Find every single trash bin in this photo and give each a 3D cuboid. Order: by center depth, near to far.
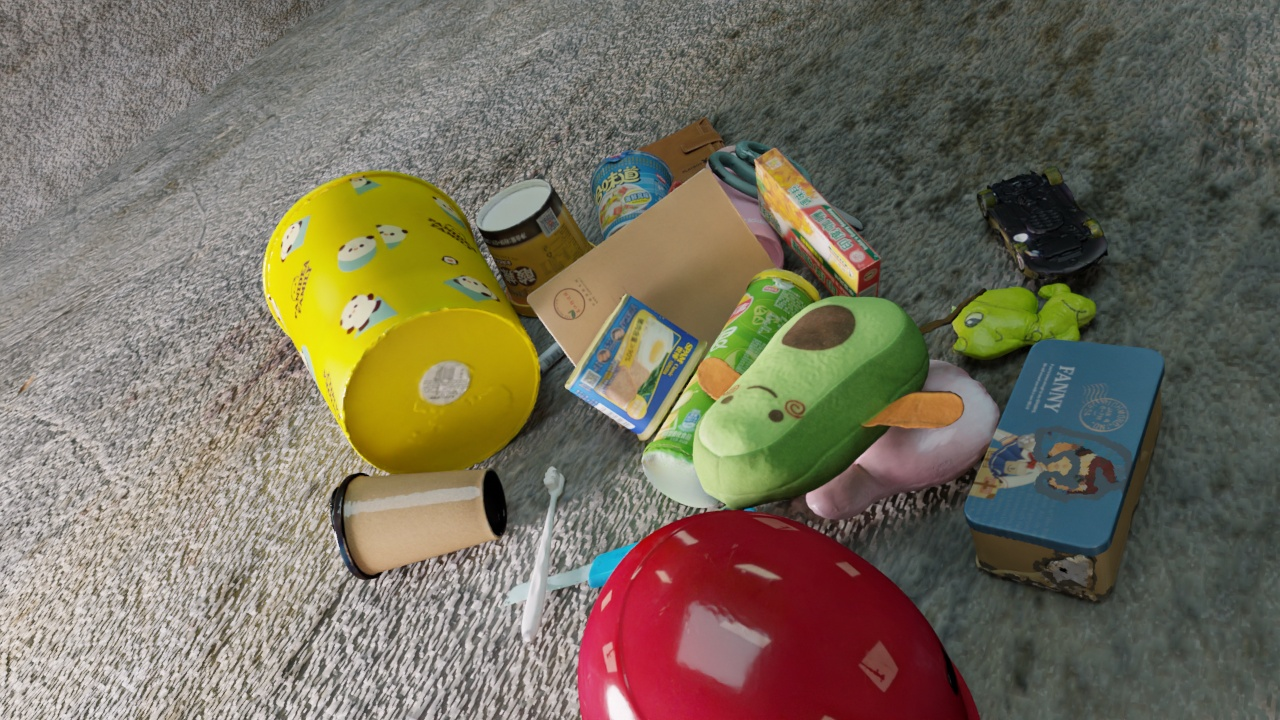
[{"bbox_3d":[-0.231,-0.032,0.903,0.229,0.230,0.255,-33,43,-7],"label":"trash bin"}]

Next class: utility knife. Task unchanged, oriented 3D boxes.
[{"bbox_3d":[-0.007,0.154,0.703,0.218,0.018,0.034,-20,38,13],"label":"utility knife"}]

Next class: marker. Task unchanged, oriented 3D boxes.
[{"bbox_3d":[-0.061,-0.033,0.956,0.145,0.017,0.017,-43,40,-19],"label":"marker"}]

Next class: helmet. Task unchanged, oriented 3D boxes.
[{"bbox_3d":[0.067,0.177,0.531,0.240,0.144,0.206,5,46,34],"label":"helmet"}]

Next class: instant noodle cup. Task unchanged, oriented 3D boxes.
[{"bbox_3d":[-0.007,-0.161,1.018,0.099,0.099,0.109,-17,46,14],"label":"instant noodle cup"},{"bbox_3d":[-0.115,-0.129,1.022,0.119,0.114,0.118,-16,39,13],"label":"instant noodle cup"}]

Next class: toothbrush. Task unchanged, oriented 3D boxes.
[{"bbox_3d":[-0.079,0.150,0.738,0.016,0.016,0.179,-24,31,18],"label":"toothbrush"}]

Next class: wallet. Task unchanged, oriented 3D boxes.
[{"bbox_3d":[0.058,-0.247,1.127,0.119,0.035,0.130,-29,37,8],"label":"wallet"}]

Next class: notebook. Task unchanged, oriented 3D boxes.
[{"bbox_3d":[0.022,-0.058,0.836,0.207,0.148,0.008,-37,6,-8],"label":"notebook"}]

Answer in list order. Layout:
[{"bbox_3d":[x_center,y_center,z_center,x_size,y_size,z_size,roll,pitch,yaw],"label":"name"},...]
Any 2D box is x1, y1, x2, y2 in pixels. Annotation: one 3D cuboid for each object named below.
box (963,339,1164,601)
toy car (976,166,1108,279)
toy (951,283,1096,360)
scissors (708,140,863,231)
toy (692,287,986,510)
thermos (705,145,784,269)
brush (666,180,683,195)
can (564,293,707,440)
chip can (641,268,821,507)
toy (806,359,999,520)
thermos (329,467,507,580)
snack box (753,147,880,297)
[{"bbox_3d":[0.282,0.061,0.600,0.090,0.061,0.183,7,51,36],"label":"box"},{"bbox_3d":[0.341,-0.115,0.784,0.070,0.042,0.157,-18,37,13],"label":"toy car"},{"bbox_3d":[0.297,-0.032,0.723,0.100,0.031,0.096,20,58,39],"label":"toy"},{"bbox_3d":[0.144,-0.169,0.924,0.143,0.019,0.180,-19,53,-41],"label":"scissors"},{"bbox_3d":[0.126,0.017,0.640,0.246,0.090,0.227,-42,26,-27],"label":"toy"},{"bbox_3d":[0.114,-0.155,0.962,0.087,0.067,0.198,8,38,-7],"label":"thermos"},{"bbox_3d":[0.027,-0.098,0.898,0.146,0.063,0.069,-60,10,20],"label":"brush"},{"bbox_3d":[-0.005,0.005,0.795,0.102,0.083,0.057,-58,6,-11],"label":"can"},{"bbox_3d":[0.079,0.021,0.761,0.073,0.072,0.220,6,48,36],"label":"chip can"},{"bbox_3d":[0.180,0.057,0.670,0.159,0.054,0.121,-29,29,-3],"label":"toy"},{"bbox_3d":[-0.192,0.134,0.788,0.143,0.093,0.092,-12,39,8],"label":"thermos"},{"bbox_3d":[0.157,-0.115,0.824,0.027,0.077,0.155,-31,60,-7],"label":"snack box"}]
